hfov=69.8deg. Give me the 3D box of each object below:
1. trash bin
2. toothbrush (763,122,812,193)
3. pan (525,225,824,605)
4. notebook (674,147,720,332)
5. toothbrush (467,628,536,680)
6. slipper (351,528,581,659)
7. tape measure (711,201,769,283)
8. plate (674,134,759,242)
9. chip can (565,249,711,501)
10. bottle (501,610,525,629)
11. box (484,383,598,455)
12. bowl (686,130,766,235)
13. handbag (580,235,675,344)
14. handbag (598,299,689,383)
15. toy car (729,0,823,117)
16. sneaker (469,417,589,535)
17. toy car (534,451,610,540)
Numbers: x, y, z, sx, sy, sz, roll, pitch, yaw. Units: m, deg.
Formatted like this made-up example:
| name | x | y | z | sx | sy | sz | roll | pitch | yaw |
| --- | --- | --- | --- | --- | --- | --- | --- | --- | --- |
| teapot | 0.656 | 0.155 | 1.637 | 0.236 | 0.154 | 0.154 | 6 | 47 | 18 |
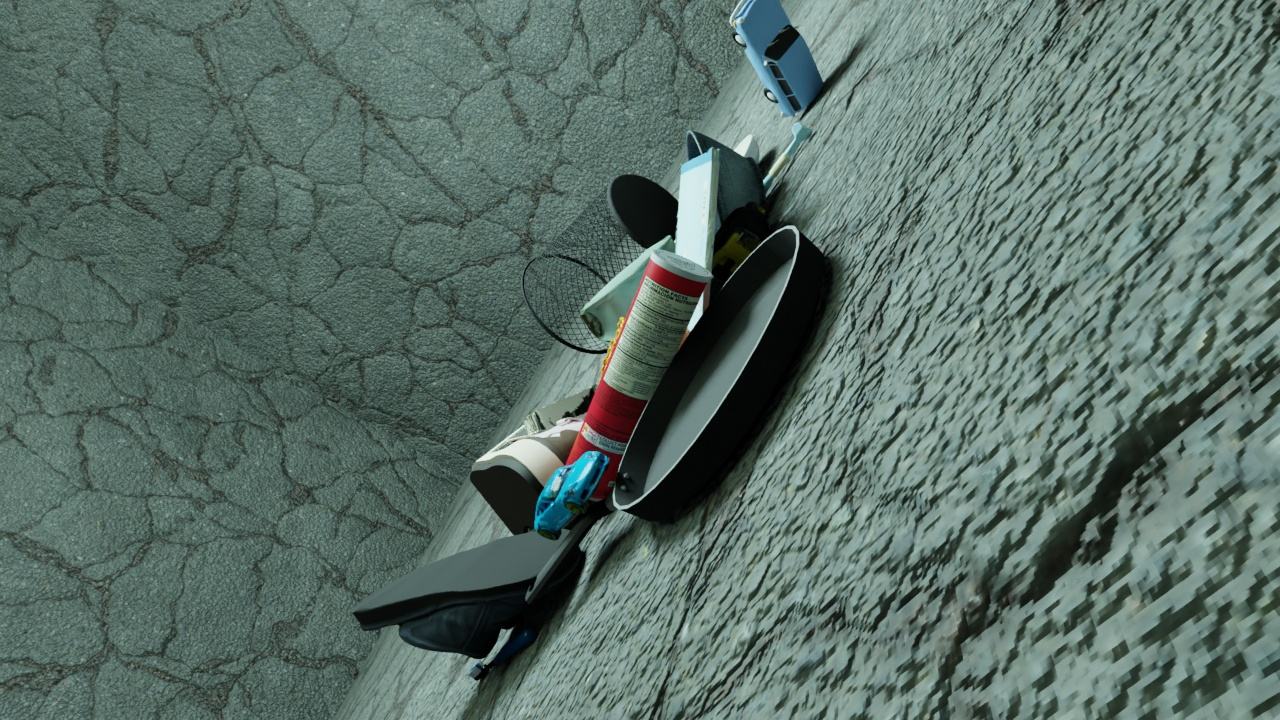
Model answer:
| name | x | y | z | sx | sy | sz | roll | pitch | yaw |
| --- | --- | --- | --- | --- | --- | --- | --- | --- | --- |
| trash bin | -0.040 | -0.143 | 1.317 | 0.211 | 0.184 | 0.183 | -44 | 15 | 39 |
| toothbrush | 0.128 | -0.181 | 0.958 | 0.155 | 0.022 | 0.016 | -55 | 25 | 32 |
| pan | 0.017 | 0.060 | 0.659 | 0.357 | 0.034 | 0.225 | -55 | 8 | 22 |
| notebook | 0.049 | -0.103 | 0.877 | 0.253 | 0.009 | 0.181 | -110 | 23 | -80 |
| toothbrush | -0.127 | 0.267 | 0.831 | 0.014 | 0.014 | 0.168 | -58 | 5 | -38 |
| slipper | -0.148 | 0.224 | 0.834 | 0.266 | 0.083 | 0.108 | -22 | 6 | 32 |
| tape measure | 0.087 | -0.106 | 0.840 | 0.073 | 0.042 | 0.071 | -55 | 11 | 39 |
| plate | 0.097 | -0.190 | 1.124 | 0.182 | 0.034 | 0.182 | -56 | 8 | 12 |
| chip can | -0.006 | 0.016 | 0.769 | 0.051 | 0.052 | 0.215 | -82 | 14 | -72 |
| bottle | -0.106 | 0.211 | 0.872 | 0.106 | 0.025 | 0.025 | -56 | 8 | 16 |
| box | -0.136 | 0.088 | 1.190 | 0.184 | 0.044 | 0.144 | -23 | -2 | -13 |
| bowl | 0.092 | -0.172 | 0.928 | 0.057 | 0.137 | 0.137 | -16 | 9 | -1 |
| handbag | 0.001 | -0.079 | 1.077 | 0.121 | 0.067 | 0.106 | -45 | 12 | -23 |
| handbag | -0.005 | 0.005 | 0.889 | 0.172 | 0.060 | 0.109 | -107 | 33 | -80 |
| toy car | 0.152 | -0.334 | 1.003 | 0.056 | 0.153 | 0.055 | -50 | 44 | -7 |
| sneaker | -0.101 | 0.118 | 0.996 | 0.116 | 0.111 | 0.294 | -38 | -2 | -23 |
| toy car | -0.056 | 0.101 | 0.707 | 0.106 | 0.032 | 0.048 | -48 | 10 | 51 |
